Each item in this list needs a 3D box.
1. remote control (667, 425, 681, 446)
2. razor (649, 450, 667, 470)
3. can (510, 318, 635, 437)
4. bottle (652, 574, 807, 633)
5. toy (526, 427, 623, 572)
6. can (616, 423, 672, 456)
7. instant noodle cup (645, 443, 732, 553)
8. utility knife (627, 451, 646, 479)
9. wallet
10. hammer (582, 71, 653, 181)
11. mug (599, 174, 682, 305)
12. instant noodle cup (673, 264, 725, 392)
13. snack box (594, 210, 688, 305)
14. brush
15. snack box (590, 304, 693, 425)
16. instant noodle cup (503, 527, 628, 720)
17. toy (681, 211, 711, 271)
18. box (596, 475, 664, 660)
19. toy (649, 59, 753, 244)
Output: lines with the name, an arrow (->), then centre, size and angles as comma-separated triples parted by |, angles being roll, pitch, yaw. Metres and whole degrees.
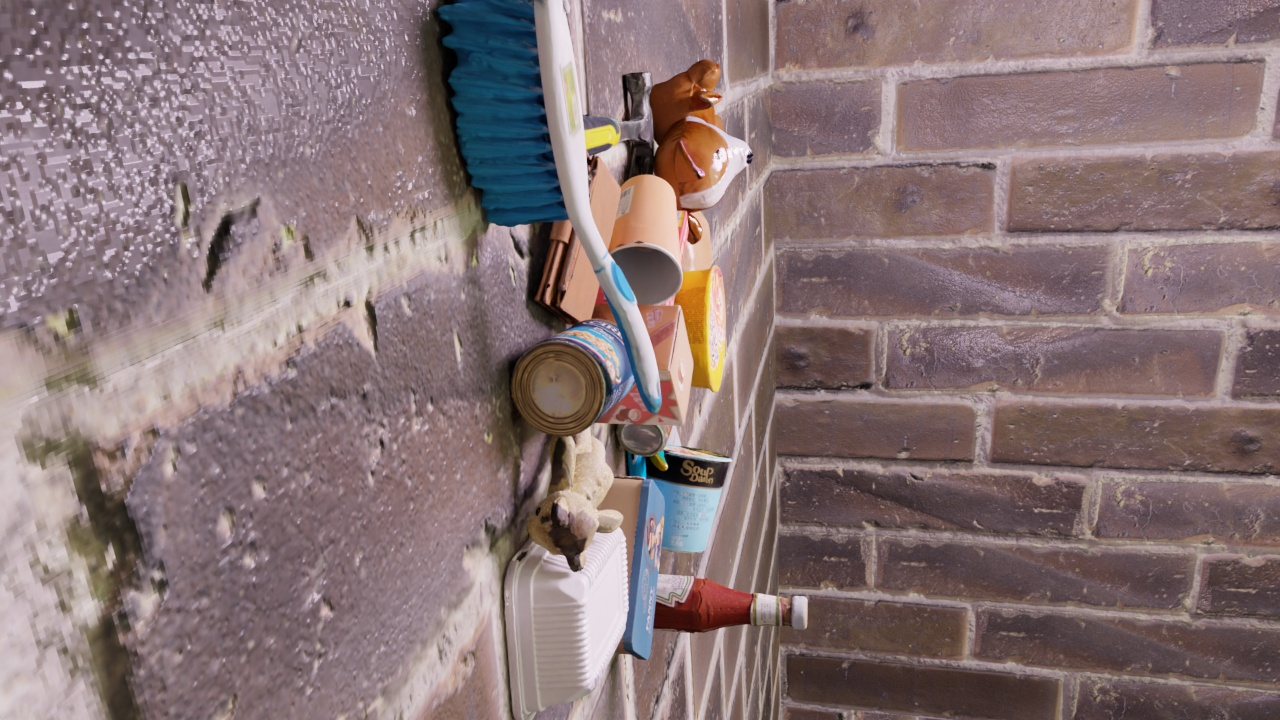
remote control -> 0.040, 0.126, 1.242 | 0.135, 0.019, 0.056 | 72, 22, -54
razor -> 0.018, 0.089, 1.080 | 0.132, 0.028, 0.043 | -98, -174, -60
can -> -0.049, 0.012, 0.728 | 0.111, 0.075, 0.075 | -39, 128, -73
bottle -> 0.075, 0.265, 0.988 | 0.059, 0.206, 0.060 | 2, 89, -78
toy -> -0.054, 0.097, 0.742 | 0.157, 0.066, 0.105 | -85, 157, -60
can -> 0.015, 0.048, 1.046 | 0.147, 0.058, 0.058 | -67, 154, -59
instant noodle cup -> 0.048, 0.169, 1.122 | 0.111, 0.111, 0.120 | 9, 91, -77
utility knife -> 0.001, 0.199, 1.076 | 0.034, 0.018, 0.237 | -54, 141, -71
wallet -> -0.050, -0.100, 0.775 | 0.108, 0.031, 0.131 | 36, 66, -76
hammer -> -0.031, -0.218, 0.891 | 0.322, 0.032, 0.126 | -51, 139, -70
mug -> 0.002, -0.120, 0.883 | 0.078, 0.078, 0.122 | 77, 12, -46
instant noodle cup -> 0.030, -0.034, 0.990 | 0.138, 0.110, 0.138 | 1, 89, -76
snack box -> 0.003, -0.100, 0.947 | 0.025, 0.075, 0.152 | 79, 17, -45
brush -> -0.053, -0.097, 0.631 | 0.060, 0.109, 0.315 | -71, 158, -59
snack box -> -0.005, 0.005, 0.875 | 0.093, 0.094, 0.076 | 74, 22, -52
instant noodle cup -> -0.053, 0.201, 0.762 | 0.173, 0.060, 0.138 | -45, 134, -73
toy -> 0.049, -0.145, 1.151 | 0.143, 0.082, 0.226 | -5, 92, -80
box -> -0.017, 0.211, 0.912 | 0.090, 0.061, 0.184 | 61, 31, -64
toy -> 0.067, -0.247, 1.073 | 0.140, 0.130, 0.199 | 75, 17, -50
